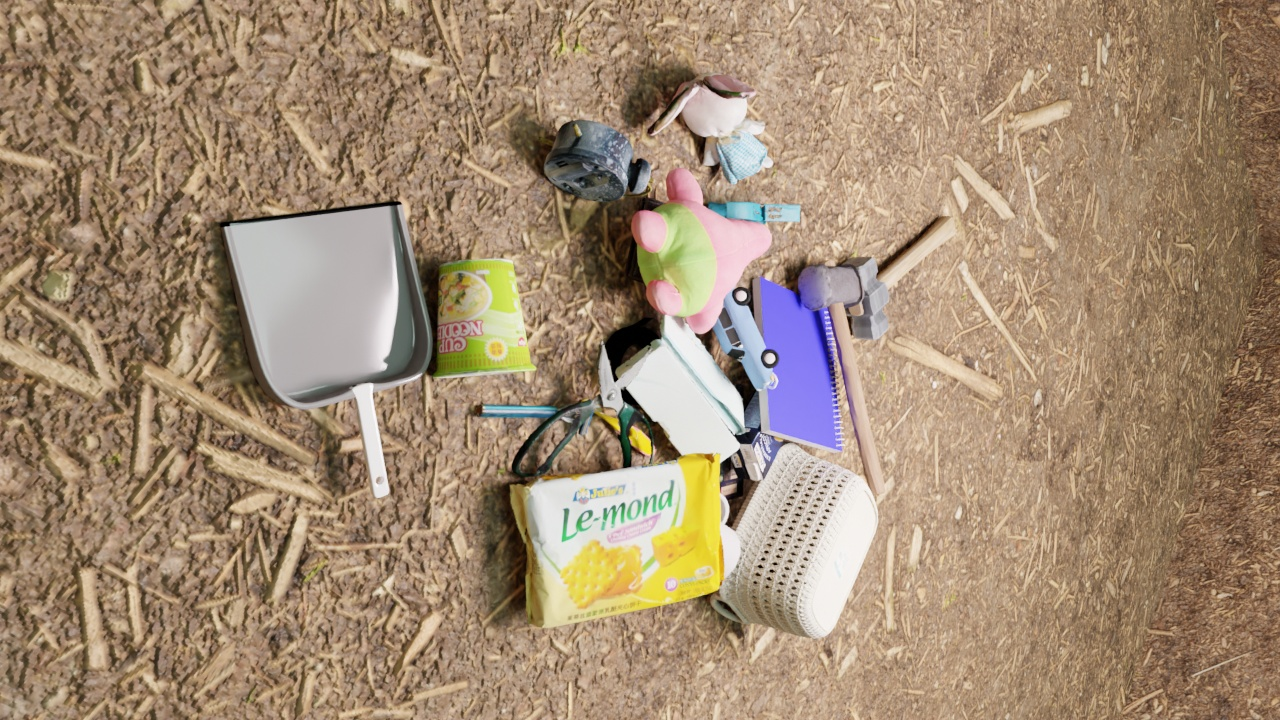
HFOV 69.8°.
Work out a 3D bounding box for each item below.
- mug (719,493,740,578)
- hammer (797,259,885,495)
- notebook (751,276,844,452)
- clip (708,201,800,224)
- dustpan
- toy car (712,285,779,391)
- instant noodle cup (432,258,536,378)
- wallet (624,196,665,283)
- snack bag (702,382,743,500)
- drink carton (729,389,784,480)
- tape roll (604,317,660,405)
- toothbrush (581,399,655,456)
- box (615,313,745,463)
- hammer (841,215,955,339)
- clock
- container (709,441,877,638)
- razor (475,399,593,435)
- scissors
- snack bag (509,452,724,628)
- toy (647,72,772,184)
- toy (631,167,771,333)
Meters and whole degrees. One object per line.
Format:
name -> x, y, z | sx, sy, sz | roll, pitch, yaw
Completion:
mug -> 0.073, 0.209, 1.127 | 0.089, 0.074, 0.105 | 39, 68, -39
hammer -> 0.289, 0.022, 1.259 | 0.097, 0.052, 0.328 | -6, 83, -46
notebook -> 0.214, 0.009, 1.233 | 0.171, 0.022, 0.208 | 18, 63, -42
clip -> 0.149, -0.185, 1.146 | 0.126, 0.113, 0.028 | -3, 93, -31
dustpan -> -0.258, -0.003, 0.813 | 0.162, 0.033, 0.258 | -18, 107, -42
toy car -> 0.123, -0.031, 1.129 | 0.054, 0.056, 0.153 | -22, 82, -7
instant noodle cup -> -0.153, -0.039, 0.875 | 0.098, 0.099, 0.108 | -5, 90, -44
wallet -> 0.038, -0.130, 1.089 | 0.119, 0.031, 0.099 | 14, 86, -38
snack bag -> 0.108, 0.108, 1.188 | 0.074, 0.018, 0.155 | -6, 97, -45
drink carton -> 0.156, 0.091, 1.195 | 0.129, 0.040, 0.064 | -53, 130, -44
tape roll -> -0.006, 0.006, 1.068 | 0.091, 0.016, 0.093 | -34, 117, -36
toothbrush -> -0.021, 0.079, 1.062 | 0.135, 0.016, 0.021 | 40, 63, -39
box -> 0.055, 0.035, 1.094 | 0.197, 0.075, 0.125 | 52, 41, -35
hammer -> 0.413, -0.152, 1.437 | 0.321, 0.051, 0.117 | -36, 118, -38
clock -> -0.043, -0.200, 0.961 | 0.129, 0.090, 0.052 | 30, 68, -38
container -> 0.208, 0.241, 1.212 | 0.245, 0.143, 0.184 | -60, 142, -21
razor -> -0.111, 0.055, 0.972 | 0.143, 0.022, 0.042 | 6, 110, -39
scissors -> -0.056, 0.076, 1.000 | 0.203, 0.015, 0.202 | -27, 128, -22
snack bag -> -0.018, 0.189, 1.000 | 0.247, 0.068, 0.159 | -6, 97, -21
toy -> 0.105, -0.288, 1.095 | 0.205, 0.131, 0.105 | 27, 55, -55
toy -> 0.070, -0.124, 1.044 | 0.236, 0.097, 0.192 | -21, 108, -46
